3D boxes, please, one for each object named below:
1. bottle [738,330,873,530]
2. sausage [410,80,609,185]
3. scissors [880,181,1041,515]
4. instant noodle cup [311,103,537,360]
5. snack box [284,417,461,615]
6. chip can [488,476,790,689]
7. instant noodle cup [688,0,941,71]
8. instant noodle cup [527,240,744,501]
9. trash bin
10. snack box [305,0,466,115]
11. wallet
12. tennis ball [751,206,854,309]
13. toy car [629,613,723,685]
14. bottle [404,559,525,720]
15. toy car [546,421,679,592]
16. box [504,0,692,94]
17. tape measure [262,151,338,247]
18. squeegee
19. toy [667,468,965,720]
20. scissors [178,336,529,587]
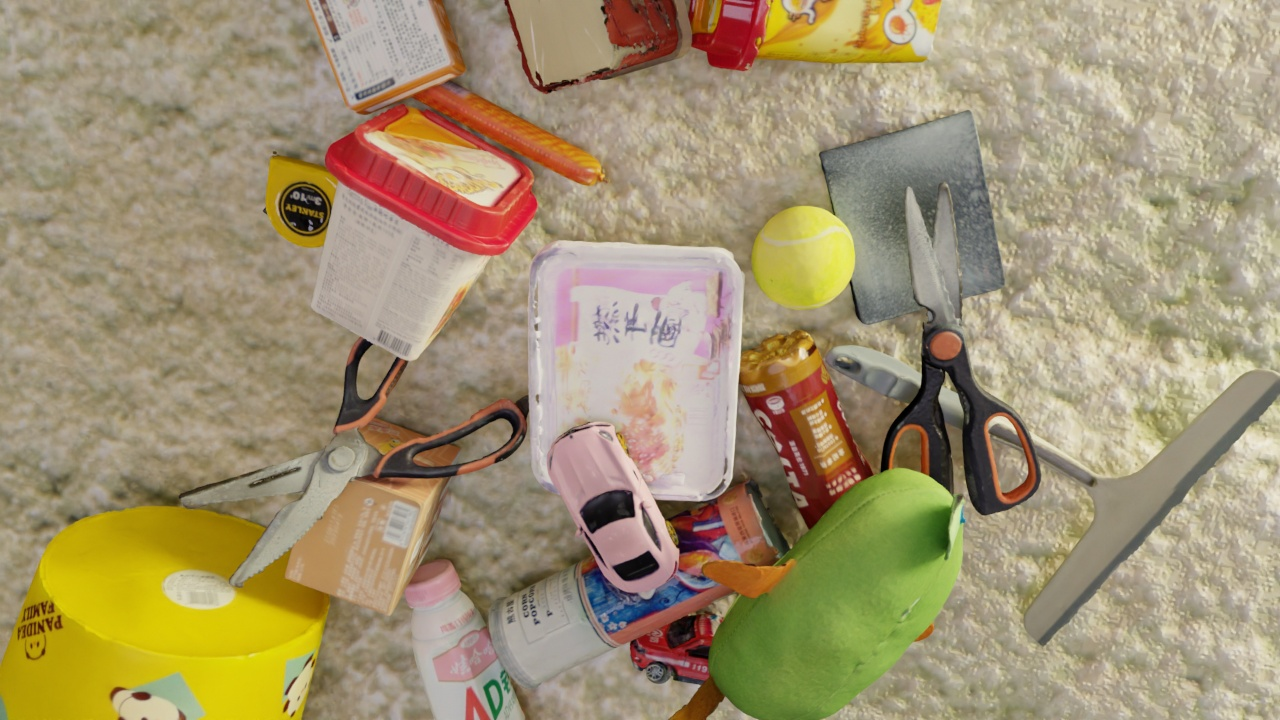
[{"bbox_3d":[0.123,0.067,0.628,0.057,0.057,0.175,-24,104,11],"label":"bottle"},{"bbox_3d":[-0.094,-0.154,0.593,0.165,0.021,0.021,27,107,-4],"label":"sausage"},{"bbox_3d":[0.207,0.000,0.582,0.160,0.021,0.234,14,110,2],"label":"scissors"},{"bbox_3d":[-0.143,-0.078,0.580,0.116,0.116,0.124,29,118,-5],"label":"instant noodle cup"},{"bbox_3d":[-0.186,0.105,0.644,0.077,0.094,0.093,20,108,-2],"label":"snack box"},{"bbox_3d":[0.000,0.162,0.661,0.215,0.071,0.071,-28,104,12],"label":"chip can"},{"bbox_3d":[0.100,-0.218,0.517,0.123,0.116,0.116,6,108,-10],"label":"instant noodle cup"},{"bbox_3d":[-0.004,0.004,0.617,0.138,0.060,0.173,3,107,4],"label":"instant noodle cup"},{"bbox_3d":[-0.347,0.259,0.649,0.229,0.229,0.255,22,102,-3],"label":"trash bin"},{"bbox_3d":[-0.168,-0.236,0.557,0.075,0.026,0.154,-19,96,11],"label":"snack box"},{"bbox_3d":[0.177,-0.090,0.596,0.097,0.019,0.121,-15,107,11],"label":"wallet"},{"bbox_3d":[0.103,-0.065,0.583,0.065,0.065,0.065,1,108,4],"label":"tennis ball"},{"bbox_3d":[0.052,0.216,0.685,0.120,0.053,0.045,9,107,-1],"label":"toy car"},{"bbox_3d":[-0.133,0.249,0.703,0.068,0.068,0.197,-14,103,8],"label":"bottle"},{"bbox_3d":[-0.018,0.099,0.599,0.056,0.037,0.122,-25,103,10],"label":"toy car"},{"bbox_3d":[-0.042,-0.242,0.512,0.091,0.080,0.168,2,114,47],"label":"box"},{"bbox_3d":[-0.219,-0.105,0.614,0.060,0.028,0.057,14,107,0],"label":"tape measure"},{"bbox_3d":[0.237,0.047,0.624,0.246,0.039,0.247,27,118,2],"label":"squeegee"},{"bbox_3d":[0.118,0.164,0.586,0.226,0.090,0.247,23,113,-40],"label":"toy"},{"bbox_3d":[-0.174,0.052,0.591,0.189,0.226,0.015,16,150,-6],"label":"scissors"}]
